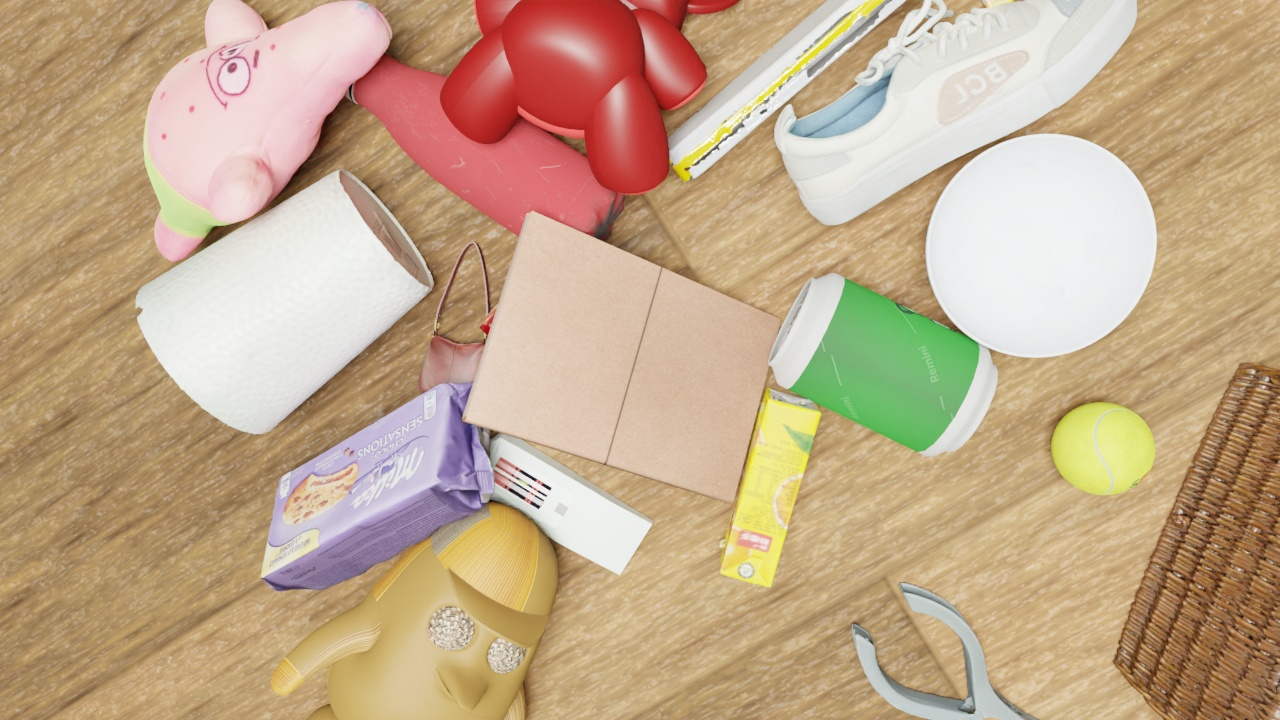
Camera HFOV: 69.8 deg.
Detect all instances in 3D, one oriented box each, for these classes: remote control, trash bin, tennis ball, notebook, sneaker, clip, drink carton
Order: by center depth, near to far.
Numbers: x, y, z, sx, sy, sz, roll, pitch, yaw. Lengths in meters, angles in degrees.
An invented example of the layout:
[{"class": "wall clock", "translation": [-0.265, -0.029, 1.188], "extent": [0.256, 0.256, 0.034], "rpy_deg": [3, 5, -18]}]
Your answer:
[{"class": "sneaker", "translation": [0.199, -0.189, 0.599], "extent": [0.243, 0.089, 0.091], "rpy_deg": [-31, 121, 15]}, {"class": "notebook", "translation": [-0.004, 0.004, 0.627], "extent": [0.209, 0.008, 0.141], "rpy_deg": [21, 80, -27]}, {"class": "tennis ball", "translation": [0.325, 0.062, 0.646], "extent": [0.065, 0.065, 0.065], "rpy_deg": [1, 97, 5]}, {"class": "trash bin", "translation": [-0.245, -0.047, 0.657], "extent": [0.161, 0.133, 0.133], "rpy_deg": [-35, 93, 3]}, {"class": "drink carton", "translation": [0.093, 0.092, 0.675], "extent": [0.043, 0.058, 0.134], "rpy_deg": [15, 98, 5]}, {"class": "clip", "translation": [0.218, 0.261, 0.701], "extent": [0.127, 0.028, 0.167], "rpy_deg": [-41, 91, 10]}, {"class": "remote control", "translation": [-0.064, 0.110, 0.708], "extent": [0.143, 0.024, 0.049], "rpy_deg": [31, 99, 1]}]

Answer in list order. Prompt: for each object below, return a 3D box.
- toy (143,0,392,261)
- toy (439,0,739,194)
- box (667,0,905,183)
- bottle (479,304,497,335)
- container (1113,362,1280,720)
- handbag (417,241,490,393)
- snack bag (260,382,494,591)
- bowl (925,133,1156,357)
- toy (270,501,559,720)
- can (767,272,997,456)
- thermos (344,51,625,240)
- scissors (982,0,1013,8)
[{"class": "toy", "translation": [-0.264, -0.170, 0.627], "extent": [0.237, 0.096, 0.191], "rpy_deg": [-29, 60, 24]}, {"class": "toy", "translation": [-0.027, -0.215, 0.613], "extent": [0.158, 0.121, 0.196], "rpy_deg": [20, 55, 4]}, {"class": "box", "translation": [0.102, -0.199, 0.625], "extent": [0.210, 0.064, 0.033], "rpy_deg": [-39, 106, 16]}, {"class": "bottle", "translation": [-0.057, -0.006, 0.658], "extent": [0.111, 0.099, 0.099], "rpy_deg": [43, 98, -8]}, {"class": "container", "translation": [0.474, 0.154, 0.602], "extent": [0.183, 0.162, 0.250], "rpy_deg": [18, 98, -3]}, {"class": "handbag", "translation": [-0.135, -0.031, 0.699], "extent": [0.055, 0.029, 0.119], "rpy_deg": [9, 93, 2]}, {"class": "snack bag", "translation": [-0.186, 0.096, 0.668], "extent": [0.206, 0.096, 0.058], "rpy_deg": [-27, 133, 21]}, {"class": "bowl", "translation": [0.262, -0.077, 0.630], "extent": [0.144, 0.074, 0.144], "rpy_deg": [1, 97, 5]}, {"class": "toy", "translation": [-0.134, 0.202, 0.665], "extent": [0.198, 0.162, 0.203], "rpy_deg": [32, 92, -28]}, {"class": "can", "translation": [0.167, 0.003, 0.642], "extent": [0.140, 0.087, 0.088], "rpy_deg": [26, 98, 1]}, {"class": "thermos", "translation": [-0.125, -0.157, 0.656], "extent": [0.240, 0.073, 0.073], "rpy_deg": [34, 99, 6]}, {"class": "scissors", "translation": [0.238, -0.235, 0.643], "extent": [0.133, 0.012, 0.097], "rpy_deg": [-23, 97, 9]}]
